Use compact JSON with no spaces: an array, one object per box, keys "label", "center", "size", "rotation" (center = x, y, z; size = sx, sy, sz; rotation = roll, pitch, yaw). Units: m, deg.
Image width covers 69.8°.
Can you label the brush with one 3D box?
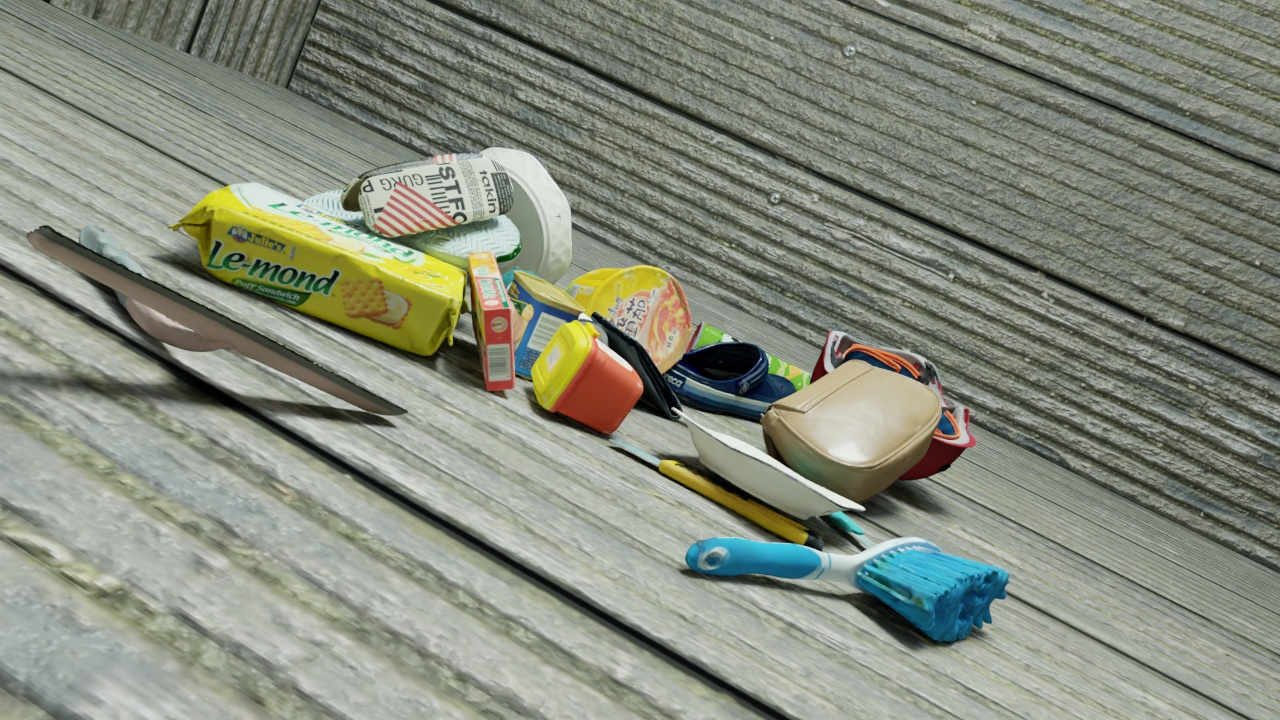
[{"label":"brush","center":[0.166,0.161,0.675],"size":[0.109,0.060,0.314],"rotation":[26,10,40]}]

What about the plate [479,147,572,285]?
[{"label":"plate","center":[-0.183,-0.181,1.233],"size":[0.205,0.205,0.045],"rotation":[29,37,22]}]

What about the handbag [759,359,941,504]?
[{"label":"handbag","center":[0.237,0.080,1.029],"size":[0.204,0.100,0.148],"rotation":[-24,48,-39]}]

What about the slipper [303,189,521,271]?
[{"label":"slipper","center":[-0.247,-0.122,0.956],"size":[0.245,0.074,0.103],"rotation":[10,35,8]}]

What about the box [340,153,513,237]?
[{"label":"box","center":[-0.212,-0.163,0.913],"size":[0.161,0.075,0.087],"rotation":[-21,9,-34]}]

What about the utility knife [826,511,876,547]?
[{"label":"utility knife","center":[0.177,0.142,0.900],"size":[0.029,0.013,0.182],"rotation":[16,12,-29]}]

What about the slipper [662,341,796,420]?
[{"label":"slipper","center":[0.116,0.017,1.197],"size":[0.252,0.095,0.105],"rotation":[9,21,-49]}]

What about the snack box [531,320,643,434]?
[{"label":"snack box","center":[-0.046,0.016,0.826],"size":[0.080,0.082,0.091],"rotation":[32,7,-20]}]

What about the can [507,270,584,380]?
[{"label":"can","center":[-0.108,-0.034,0.915],"size":[0.057,0.083,0.102],"rotation":[19,12,-29]}]

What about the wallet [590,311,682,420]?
[{"label":"wallet","center":[-0.006,0.006,0.999],"size":[0.097,0.019,0.121],"rotation":[35,-19,49]}]

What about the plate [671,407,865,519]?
[{"label":"plate","center":[0.109,0.102,0.828],"size":[0.164,0.034,0.164],"rotation":[28,0,38]}]

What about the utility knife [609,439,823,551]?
[{"label":"utility knife","center":[0.064,0.110,0.780],"size":[0.202,0.015,0.033],"rotation":[26,7,8]}]

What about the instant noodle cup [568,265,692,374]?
[{"label":"instant noodle cup","center":[-0.024,-0.051,1.108],"size":[0.138,0.138,0.110],"rotation":[20,2,-28]}]

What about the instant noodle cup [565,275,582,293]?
[{"label":"instant noodle cup","center":[-0.047,-0.071,1.229],"size":[0.111,0.112,0.123],"rotation":[20,4,-26]}]

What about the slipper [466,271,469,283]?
[{"label":"slipper","center":[-0.253,-0.126,1.102],"size":[0.110,0.083,0.267],"rotation":[23,28,1]}]

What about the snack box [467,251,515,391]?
[{"label":"snack box","center":[-0.137,-0.040,0.838],"size":[0.027,0.077,0.155],"rotation":[-5,25,-13]}]

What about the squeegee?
[{"label":"squeegee","center":[-0.308,-0.040,0.582],"size":[0.250,0.040,0.247],"rotation":[26,-8,37]}]

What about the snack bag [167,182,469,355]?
[{"label":"snack bag","center":[-0.267,-0.081,0.809],"size":[0.246,0.068,0.158],"rotation":[23,10,-14]}]

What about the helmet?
[{"label":"helmet","center":[0.320,0.082,1.224],"size":[0.206,0.144,0.239],"rotation":[14,31,-24]}]

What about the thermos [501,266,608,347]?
[{"label":"thermos","center":[-0.108,-0.047,1.051],"size":[0.073,0.073,0.224],"rotation":[20,11,-30]}]

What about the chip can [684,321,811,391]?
[{"label":"chip can","center":[0.183,0.021,1.399],"size":[0.236,0.072,0.072],"rotation":[25,10,-4]}]
